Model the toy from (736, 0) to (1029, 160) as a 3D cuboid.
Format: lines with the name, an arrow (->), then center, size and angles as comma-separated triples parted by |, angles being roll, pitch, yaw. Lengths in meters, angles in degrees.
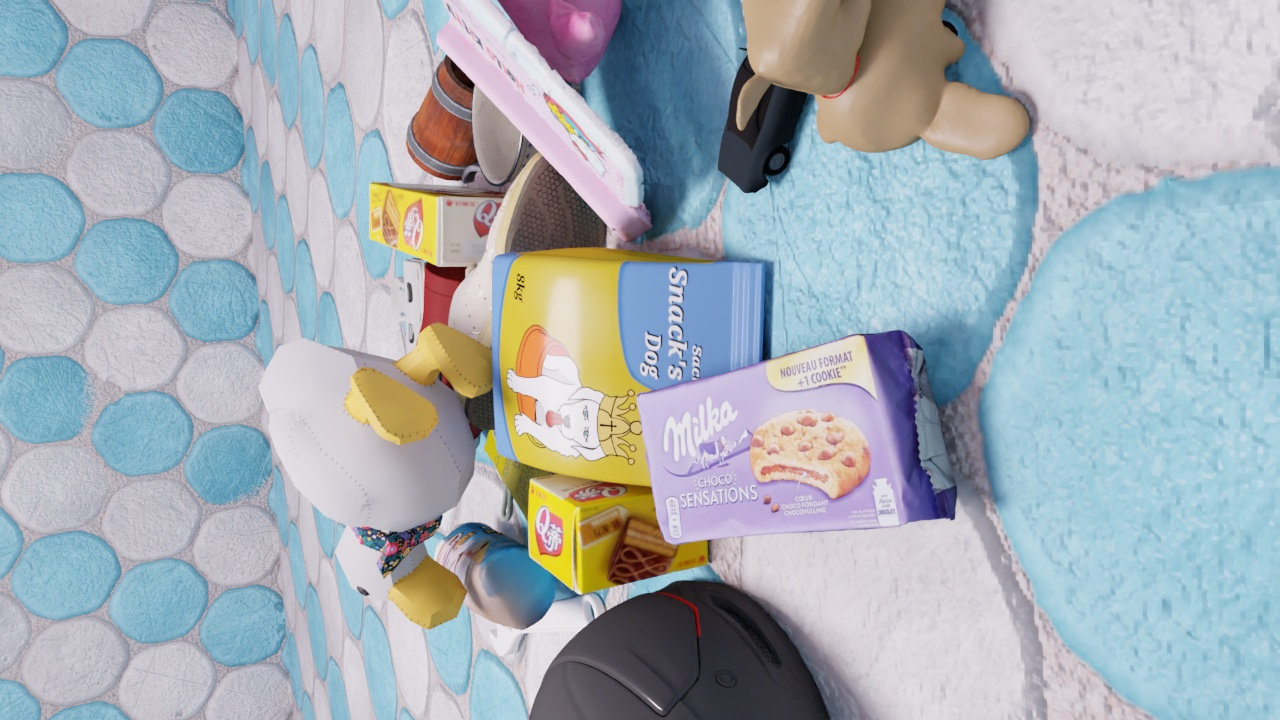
toy -> 0.097, -0.142, 0.421 | 0.134, 0.108, 0.106 | 28, 102, 56

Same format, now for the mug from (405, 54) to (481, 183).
mug -> -0.167, -0.228, 0.896 | 0.117, 0.081, 0.111 | 56, 139, 12

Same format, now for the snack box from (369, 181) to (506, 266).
snack box -> -0.185, -0.136, 0.898 | 0.230, 0.109, 0.062 | 23, 114, 57

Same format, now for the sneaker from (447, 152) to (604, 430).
sneaker -> -0.106, -0.066, 0.775 | 0.102, 0.088, 0.242 | 44, 119, 50

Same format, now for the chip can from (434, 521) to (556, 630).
chip can -> -0.147, 0.204, 0.890 | 0.230, 0.079, 0.080 | 169, 95, -69

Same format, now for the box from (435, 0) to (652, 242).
box -> -0.069, -0.170, 0.625 | 0.201, 0.045, 0.154 | 47, -178, 7

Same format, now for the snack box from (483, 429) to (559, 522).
snack box -> -0.078, 0.091, 0.819 | 0.181, 0.045, 0.121 | 51, 134, 40

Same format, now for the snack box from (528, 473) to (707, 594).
snack box -> -0.017, 0.115, 0.653 | 0.084, 0.105, 0.061 | 14, 107, 59

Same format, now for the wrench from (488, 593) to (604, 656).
wrench -> -0.099, 0.257, 0.911 | 0.274, 0.018, 0.066 | -31, 69, 57

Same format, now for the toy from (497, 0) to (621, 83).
toy -> -0.056, -0.254, 0.584 | 0.265, 0.187, 0.127 | 47, -145, -77

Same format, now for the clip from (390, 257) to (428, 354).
clip -> -0.251, -0.063, 1.097 | 0.151, 0.091, 0.126 | -141, 53, -69

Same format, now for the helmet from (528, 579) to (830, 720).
helmet -> 0.017, 0.248, 0.553 | 0.264, 0.169, 0.164 | 44, 131, 48

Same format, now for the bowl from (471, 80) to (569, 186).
bowl -> -0.096, -0.207, 0.783 | 0.116, 0.059, 0.115 | 16, 109, 58

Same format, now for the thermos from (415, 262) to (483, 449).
thermos -> -0.199, 0.002, 0.960 | 0.107, 0.084, 0.199 | -70, -8, -67

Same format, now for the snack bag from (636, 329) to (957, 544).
snack bag -> 0.075, 0.047, 0.505 | 0.206, 0.058, 0.096 | -16, 84, 50

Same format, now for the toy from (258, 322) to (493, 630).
toy -> -0.211, 0.084, 0.734 | 0.246, 0.140, 0.268 | 41, 131, 6

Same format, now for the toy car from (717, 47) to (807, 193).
toy car -> 0.072, -0.152, 0.524 | 0.046, 0.034, 0.112 | 53, 138, 42

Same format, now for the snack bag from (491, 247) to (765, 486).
snack bag -> -0.004, 0.004, 0.635 | 0.206, 0.102, 0.159 | 9, 103, 39

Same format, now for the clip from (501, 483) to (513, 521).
clip -> -0.124, 0.123, 0.919 | 0.023, 0.035, 0.074 | -23, 69, 61
